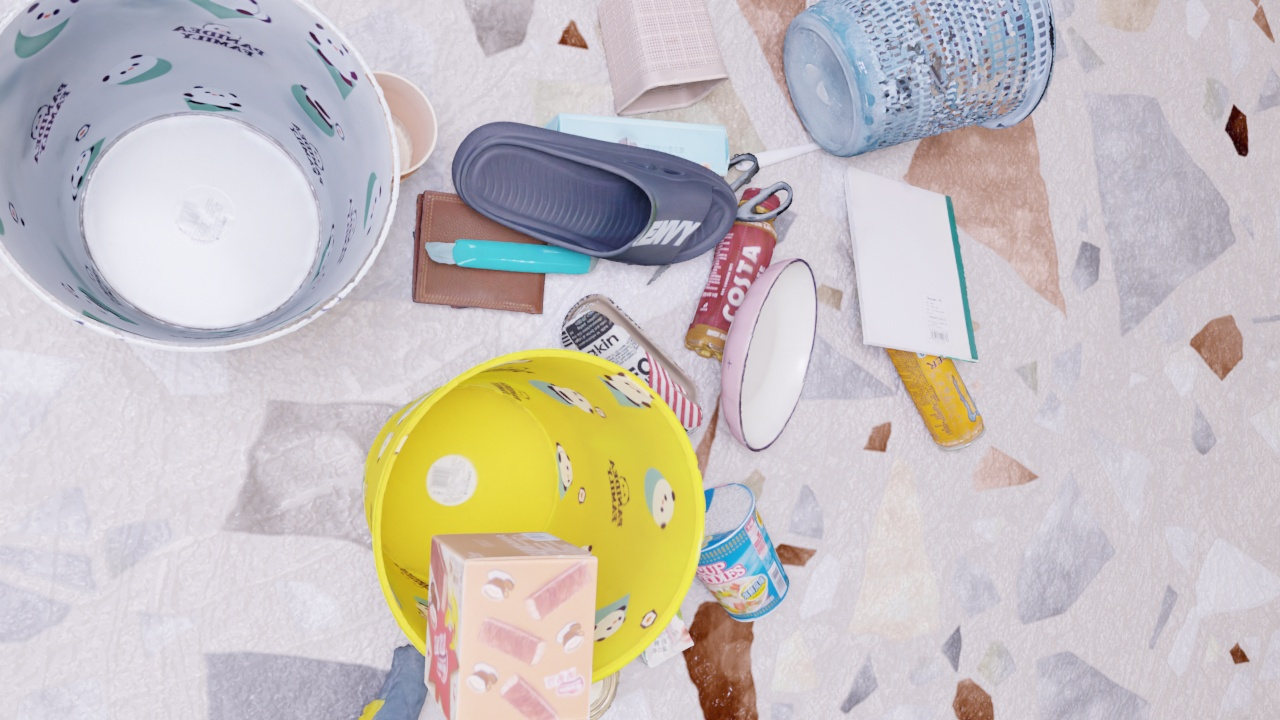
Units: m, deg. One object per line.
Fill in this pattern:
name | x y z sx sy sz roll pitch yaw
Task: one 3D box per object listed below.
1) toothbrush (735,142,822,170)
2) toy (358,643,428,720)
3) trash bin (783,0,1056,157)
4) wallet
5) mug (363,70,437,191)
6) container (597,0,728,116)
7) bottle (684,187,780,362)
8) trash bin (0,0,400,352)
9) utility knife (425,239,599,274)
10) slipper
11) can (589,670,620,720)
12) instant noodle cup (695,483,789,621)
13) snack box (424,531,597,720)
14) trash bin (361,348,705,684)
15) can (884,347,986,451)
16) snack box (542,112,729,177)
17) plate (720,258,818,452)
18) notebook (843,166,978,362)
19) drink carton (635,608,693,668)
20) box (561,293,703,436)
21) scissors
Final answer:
toothbrush | 0.178 -0.228 0.983 0.179 0.016 0.016 -19 91 -23
toy | -0.207 0.430 0.770 0.137 0.092 0.356 -13 96 -51
trash bin | 0.262 -0.311 0.932 0.195 0.227 0.226 -25 99 -9
wallet | -0.144 -0.095 0.832 0.124 0.032 0.101 4 90 -23
mug | -0.232 -0.190 0.752 0.114 0.106 0.081 32 77 -20
container | 0.017 -0.305 0.875 0.090 0.090 0.111 -15 92 -24
bottle | 0.097 -0.087 0.922 0.057 0.057 0.174 23 80 -22
trash bin | -0.304 -0.115 0.639 0.229 0.252 0.229 1 88 -23
utility knife | -0.110 -0.094 0.820 0.174 0.013 0.029 0 95 -35
slipper | -0.030 -0.127 0.799 0.267 0.083 0.111 10 127 -28
can | -0.072 0.270 0.811 0.075 0.111 0.075 1 89 -24
instant noodle cup | 0.093 0.193 0.901 0.099 0.099 0.110 -39 111 -20
snack box | -0.079 0.155 0.540 0.077 0.093 0.094 4 87 -24
trash bin | -0.109 0.109 0.719 0.229 0.256 0.229 0 89 -24
can | 0.328 0.027 1.022 0.058 0.058 0.146 -36 103 -20
snack box | -0.009 -0.195 0.868 0.174 0.074 0.051 -2 91 -24
plate | 0.122 -0.007 0.899 0.191 0.039 0.193 -36 134 -51
notebook | 0.294 -0.104 0.998 0.150 0.012 0.208 9 66 -23
drink carton | 0.004 0.227 0.883 0.053 0.046 0.122 -22 97 -22
box | -0.006 0.003 0.882 0.163 0.076 0.086 41 34 -18
scissors | 0.072 -0.137 0.902 0.163 0.014 0.164 6 64 18
